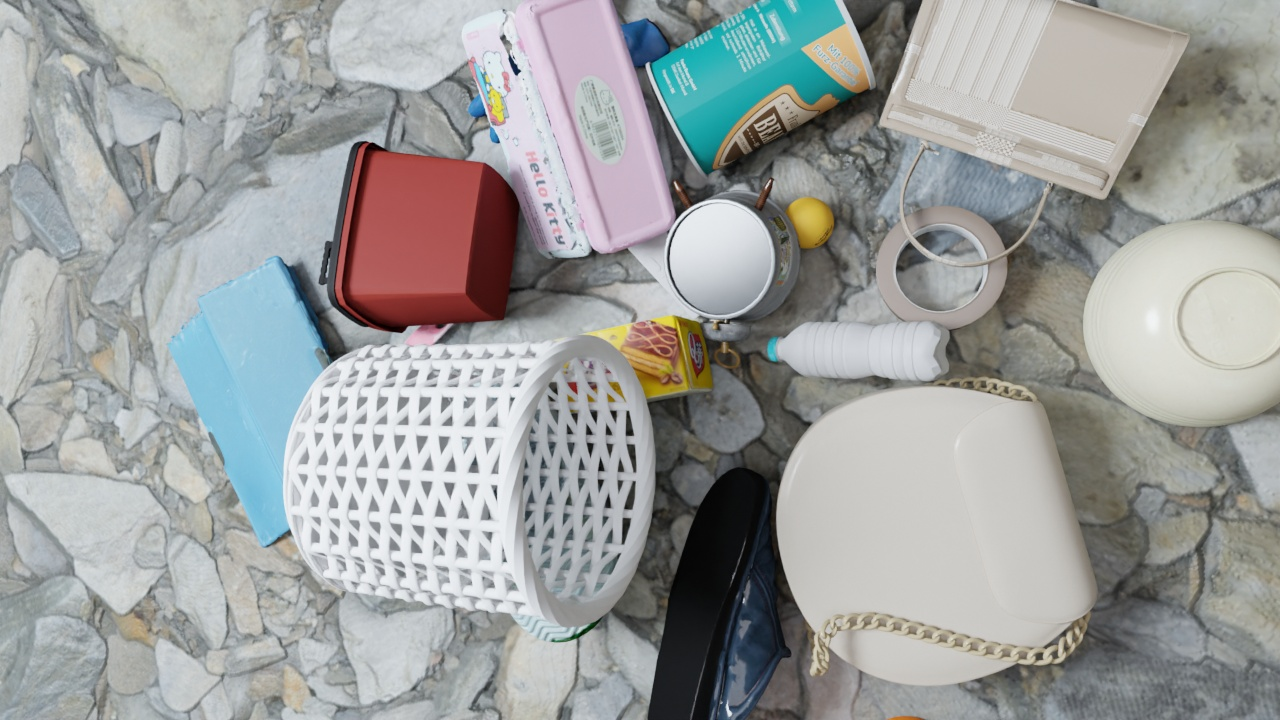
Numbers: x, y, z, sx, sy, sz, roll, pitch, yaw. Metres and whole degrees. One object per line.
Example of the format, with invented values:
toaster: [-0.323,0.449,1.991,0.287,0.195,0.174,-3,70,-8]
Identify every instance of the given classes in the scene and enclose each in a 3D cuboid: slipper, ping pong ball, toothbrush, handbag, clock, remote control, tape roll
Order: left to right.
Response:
toothbrush: [-0.170,-0.039,0.820,0.135,0.016,0.021,-38,76,12]
slipper: [-0.082,0.109,0.768,0.104,0.074,0.245,-31,66,16]
remote control: [0.015,-0.092,0.769,0.033,0.012,0.131,-45,79,14]
clock: [0.069,-0.066,0.715,0.104,0.056,0.148,5,100,27]
slipper: [0.072,0.218,0.717,0.083,0.109,0.265,14,86,-16]
ping pong ball: [0.132,-0.108,0.721,0.040,0.040,0.040,0,90,16]
handbag: [0.206,0.124,0.669,0.209,0.103,0.210,-16,87,11]
tape roll: [0.228,-0.069,0.698,0.094,0.030,0.093,0,90,16]
handbag: [0.259,-0.161,0.663,0.176,0.062,0.198,24,90,15]

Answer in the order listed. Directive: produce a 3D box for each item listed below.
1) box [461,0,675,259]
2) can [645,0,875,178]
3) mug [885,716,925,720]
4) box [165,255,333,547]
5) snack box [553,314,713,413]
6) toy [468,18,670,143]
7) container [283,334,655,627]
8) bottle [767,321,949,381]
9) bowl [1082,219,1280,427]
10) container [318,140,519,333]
box: [-0.059,-0.185,0.735,0.111,0.101,0.201,-25,111,-16]
can: [0.091,-0.218,0.702,0.144,0.099,0.099,-26,83,14]
mug: [0.211,0.305,0.669,0.113,0.096,0.077,-42,79,12]
box: [-0.351,0.043,0.853,0.175,0.060,0.231,-31,83,15]
snack box: [-0.004,0.004,0.738,0.106,0.083,0.061,-11,86,16]
toy: [-0.077,-0.255,0.769,0.176,0.071,0.113,-33,92,13]
container: [-0.112,0.079,0.642,0.187,0.189,0.189,-1,90,27]
bottle: [0.163,-0.008,0.700,0.136,0.044,0.044,1,90,33]
bowl: [0.393,-0.027,0.629,0.151,0.075,0.150,0,90,15]
container: [-0.214,-0.099,0.774,0.201,0.127,0.148,3,79,14]
